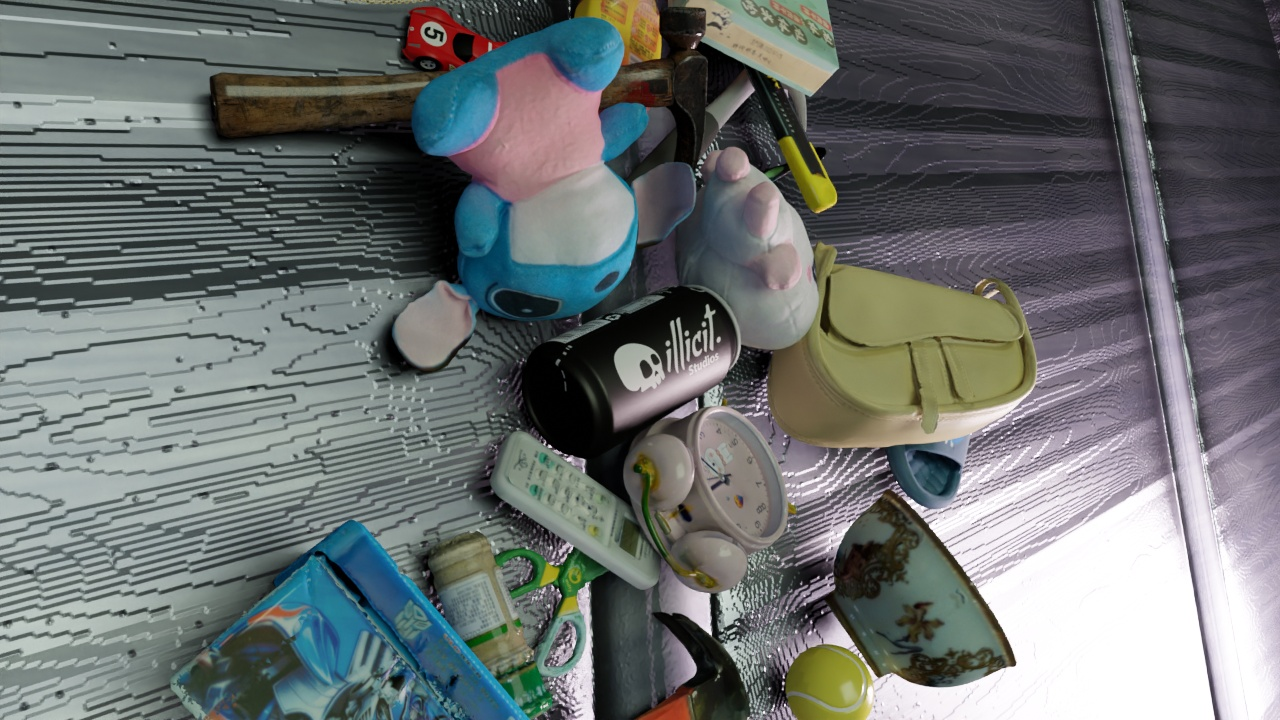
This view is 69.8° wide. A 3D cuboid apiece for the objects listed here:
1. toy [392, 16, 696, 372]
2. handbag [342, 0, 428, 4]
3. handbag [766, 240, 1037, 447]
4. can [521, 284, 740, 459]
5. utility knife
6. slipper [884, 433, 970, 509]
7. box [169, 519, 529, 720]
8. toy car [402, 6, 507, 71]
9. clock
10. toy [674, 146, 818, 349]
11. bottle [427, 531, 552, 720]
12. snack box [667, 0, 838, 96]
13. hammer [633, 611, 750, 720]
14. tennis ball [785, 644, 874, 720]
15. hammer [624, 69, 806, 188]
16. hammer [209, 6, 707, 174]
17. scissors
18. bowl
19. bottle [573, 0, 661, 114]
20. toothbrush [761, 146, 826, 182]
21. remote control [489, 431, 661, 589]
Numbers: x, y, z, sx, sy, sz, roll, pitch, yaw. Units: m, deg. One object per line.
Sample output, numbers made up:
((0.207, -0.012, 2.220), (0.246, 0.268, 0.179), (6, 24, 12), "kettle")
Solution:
((-0.069, -0.098, 0.556), (0.223, 0.099, 0.192), (-32, 138, -19), "toy")
((-0.163, -0.273, 0.595), (0.177, 0.028, 0.084), (-29, 98, -39), "handbag")
((0.225, -0.011, 0.768), (0.232, 0.089, 0.190), (10, 62, -16), "handbag")
((-0.004, 0.004, 0.620), (0.145, 0.080, 0.080), (-28, 97, -40), "can")
((0.120, -0.207, 0.777), (0.028, 0.020, 0.174), (-34, 98, -38), "utility knife")
((0.280, 0.037, 0.863), (0.103, 0.059, 0.213), (27, 62, -35), "slipper")
((-0.106, 0.205, 0.434), (0.243, 0.114, 0.113), (51, 52, -4), "box")
((-0.113, -0.205, 0.618), (0.089, 0.025, 0.038), (17, 69, -36), "toy car")
((0.041, 0.092, 0.621), (0.117, 0.059, 0.157), (61, 32, 2), "clock")
((0.076, -0.084, 0.664), (0.101, 0.180, 0.138), (-23, 65, -6), "toy")
((-0.088, 0.154, 0.527), (0.042, 0.043, 0.110), (-14, 76, -41), "bottle")
((0.088, -0.324, 0.767), (0.141, 0.044, 0.193), (17, 53, -26), "snack box")
((-0.057, 0.254, 0.547), (0.332, 0.033, 0.133), (-11, 88, -40), "hammer")
((0.142, 0.247, 0.689), (0.065, 0.065, 0.065), (11, 72, -37), "tennis ball")
((0.045, -0.178, 0.742), (0.125, 0.030, 0.309), (51, 53, -17), "hammer")
((-0.095, -0.162, 0.586), (0.329, 0.033, 0.120), (-13, 113, -30), "hammer")
((-0.041, 0.148, 0.596), (0.130, 0.012, 0.112), (-10, 82, -42), "scissors")
((0.204, 0.193, 0.721), (0.094, 0.160, 0.160), (-34, 105, 1), "bowl")
((-0.017, -0.247, 0.693), (0.071, 0.049, 0.134), (21, 66, -36), "bottle")
((0.104, -0.157, 0.798), (0.187, 0.017, 0.014), (-30, 94, -37), "toothbrush")
((-0.039, 0.099, 0.591), (0.133, 0.022, 0.050), (38, 36, -22), "remote control")
